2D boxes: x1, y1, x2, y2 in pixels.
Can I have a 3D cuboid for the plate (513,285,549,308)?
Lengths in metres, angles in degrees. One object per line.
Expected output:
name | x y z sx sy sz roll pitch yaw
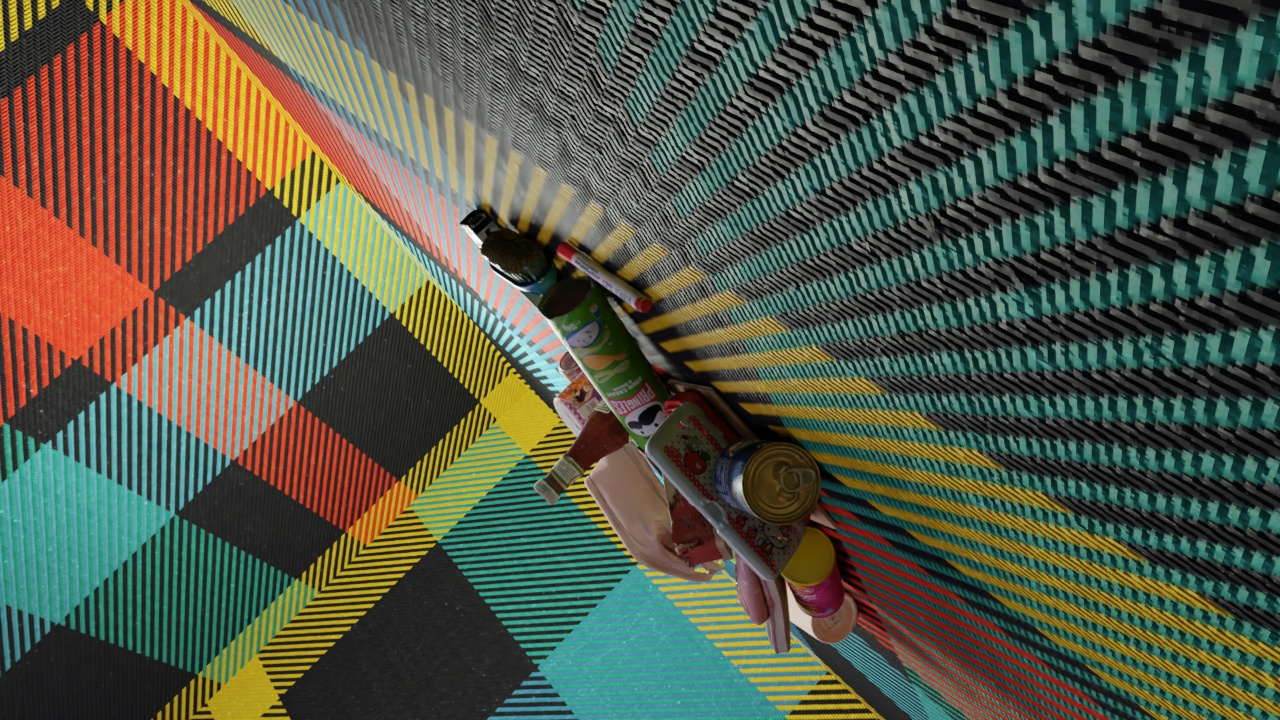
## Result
plate | -0.112 -0.066 1.214 0.163 0.034 0.164 39 177 46

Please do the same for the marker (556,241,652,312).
marker | -0.037 -0.083 0.899 0.145 0.017 0.017 37 168 42

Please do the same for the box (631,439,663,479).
box | 0.014 0.099 1.324 0.090 0.060 0.184 38 166 40

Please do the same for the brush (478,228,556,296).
brush | -0.142 -0.113 1.111 0.073 0.055 0.144 52 169 -34

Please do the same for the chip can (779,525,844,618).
chip can | 0.219 0.273 1.165 0.071 0.071 0.210 40 171 29

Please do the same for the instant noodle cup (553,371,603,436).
instant noodle cup | -0.069 0.063 1.381 0.111 0.099 0.112 47 163 18

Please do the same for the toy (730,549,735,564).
toy | 0.122 0.214 1.282 0.227 0.090 0.247 39 166 52

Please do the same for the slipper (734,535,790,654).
slipper | 0.147 0.268 1.146 0.114 0.054 0.275 -81 -21 -49

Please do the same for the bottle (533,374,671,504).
bottle | -0.049 0.094 1.136 0.060 0.206 0.060 43 171 9

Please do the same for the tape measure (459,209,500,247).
tape measure | -0.208 -0.170 1.230 0.066 0.033 0.066 49 172 -19

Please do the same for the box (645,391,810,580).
box | 0.087 0.133 0.984 0.201 0.098 0.119 47 168 -8

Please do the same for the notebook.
notebook | 0.122 0.103 1.032 0.211 0.012 0.149 47 170 -12

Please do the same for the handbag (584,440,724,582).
handbag | 0.041 0.236 1.318 0.234 0.093 0.193 44 -175 -40

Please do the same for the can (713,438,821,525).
can | 0.119 0.114 0.886 0.075 0.075 0.111 46 172 -5

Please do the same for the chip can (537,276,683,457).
chip can | -0.025 0.010 1.037 0.072 0.072 0.236 33 161 55

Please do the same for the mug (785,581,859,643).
mug | 0.269 0.362 1.350 0.114 0.081 0.106 20 180 -22

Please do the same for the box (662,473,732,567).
box | 0.057 0.161 1.120 0.091 0.076 0.168 61 -163 -62

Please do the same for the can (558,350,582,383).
can | -0.071 0.043 1.488 0.147 0.058 0.058 51 170 -35
